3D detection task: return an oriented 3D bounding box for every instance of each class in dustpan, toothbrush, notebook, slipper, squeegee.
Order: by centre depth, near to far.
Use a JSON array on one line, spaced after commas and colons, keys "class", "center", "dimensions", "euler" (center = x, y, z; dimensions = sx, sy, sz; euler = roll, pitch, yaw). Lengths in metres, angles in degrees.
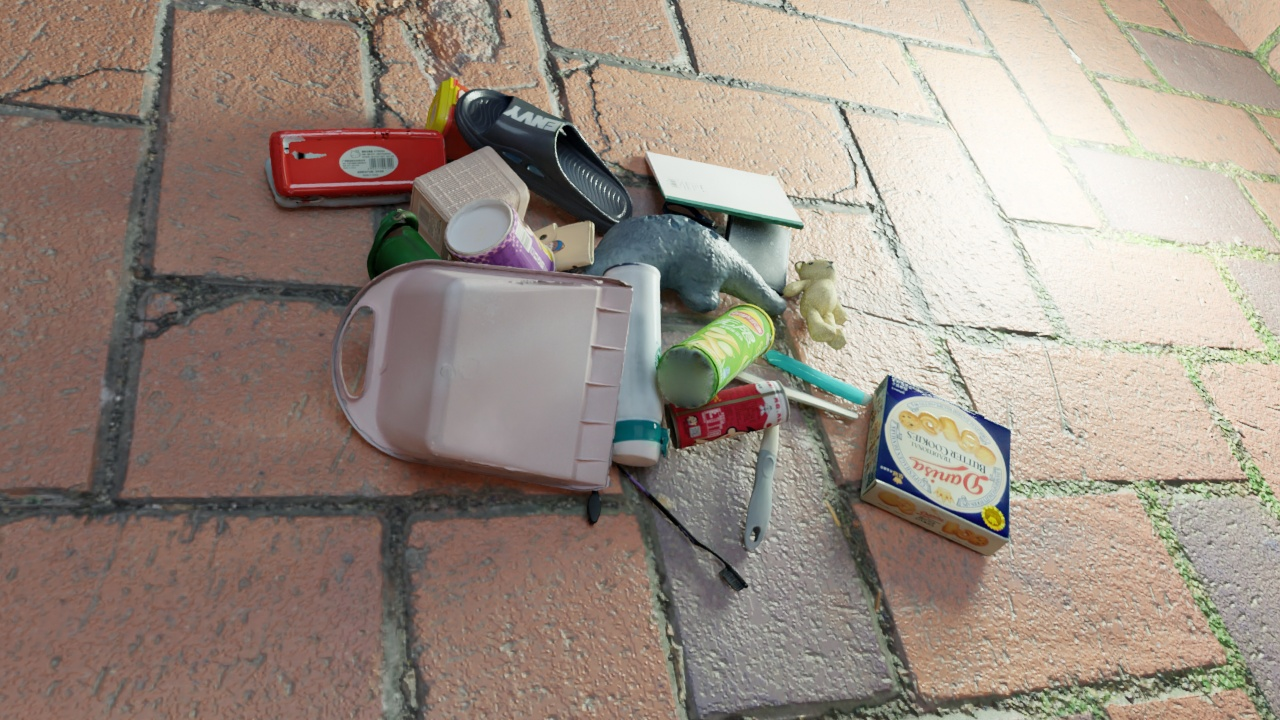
[{"class": "dustpan", "center": [-0.158, 0.005, 0.935], "dimensions": [0.273, 0.139, 0.222], "euler": [11, 88, -38]}, {"class": "toothbrush", "center": [0.041, 0.178, 0.978], "dimensions": [0.189, 0.014, 0.016], "euler": [42, 74, 12]}, {"class": "toothbrush", "center": [-0.050, 0.096, 1.002], "dimensions": [0.014, 0.016, 0.189], "euler": [6, 50, -8]}, {"class": "squeegee", "center": [0.144, 0.105, 1.060], "dimensions": [0.246, 0.039, 0.245], "euler": [21, 50, -8]}, {"class": "slipper", "center": [-0.104, -0.266, 1.162], "dimensions": [0.268, 0.084, 0.110], "euler": [34, 47, -21]}, {"class": "notebook", "center": [0.117, -0.243, 1.299], "dimensions": [0.209, 0.012, 0.150], "euler": [8, 35, -18]}]

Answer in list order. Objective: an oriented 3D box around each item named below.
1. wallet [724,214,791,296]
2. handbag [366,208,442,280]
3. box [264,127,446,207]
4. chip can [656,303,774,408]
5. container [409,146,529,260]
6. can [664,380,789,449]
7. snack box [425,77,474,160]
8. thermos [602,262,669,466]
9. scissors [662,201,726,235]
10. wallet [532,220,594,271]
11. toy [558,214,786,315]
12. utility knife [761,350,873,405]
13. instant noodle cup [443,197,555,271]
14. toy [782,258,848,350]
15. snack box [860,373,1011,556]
[{"class": "wallet", "center": [0.161, -0.151, 1.267], "dimensions": [0.097, 0.019, 0.120], "euler": [21, 56, -13]}, {"class": "handbag", "center": [-0.229, -0.090, 0.992], "dimensions": [0.131, 0.120, 0.067], "euler": [45, 56, 11]}, {"class": "box", "center": [-0.340, -0.229, 1.099], "dimensions": [0.201, 0.092, 0.094], "euler": [-9, 103, -29]}, {"class": "chip can", "center": [0.089, -0.008, 1.051], "dimensions": [0.072, 0.073, 0.220], "euler": [40, 28, 9]}, {"class": "container", "center": [-0.208, -0.183, 1.094], "dimensions": [0.110, 0.090, 0.090], "euler": [-32, 72, -34]}, {"class": "can", "center": [0.097, 0.060, 1.035], "dimensions": [0.132, 0.053, 0.053], "euler": [-12, 59, -8]}, {"class": "snack box", "center": [-0.229, -0.304, 1.182], "dimensions": [0.080, 0.082, 0.091], "euler": [16, 52, -24]}, {"class": "thermos", "center": [-0.006, 0.006, 1.020], "dimensions": [0.073, 0.073, 0.224], "euler": [6, 69, -19]}, {"class": "scissors", "center": [0.108, -0.175, 1.274], "dimensions": [0.173, 0.012, 0.128], "euler": [31, 47, -1]}, {"class": "wallet", "center": [-0.112, -0.133, 1.101], "dimensions": [0.115, 0.024, 0.087], "euler": [-13, 41, 12]}, {"class": "toy", "center": [0.025, -0.116, 1.151], "dimensions": [0.355, 0.092, 0.138], "euler": [-3, 84, -24]}, {"class": "utility knife", "center": [0.224, 0.021, 1.176], "dimensions": [0.161, 0.013, 0.029], "euler": [26, 46, 0]}, {"class": "instant noodle cup", "center": [-0.163, -0.121, 1.030], "dimensions": [0.112, 0.099, 0.111], "euler": [-9, 57, 14]}, {"class": "toy", "center": [0.242, -0.077, 1.221], "dimensions": [0.105, 0.066, 0.157], "euler": [18, 43, -17]}, {"class": "snack box", "center": [0.369, 0.126, 1.138], "dimensions": [0.178, 0.046, 0.182], "euler": [24, 49, -4]}]
